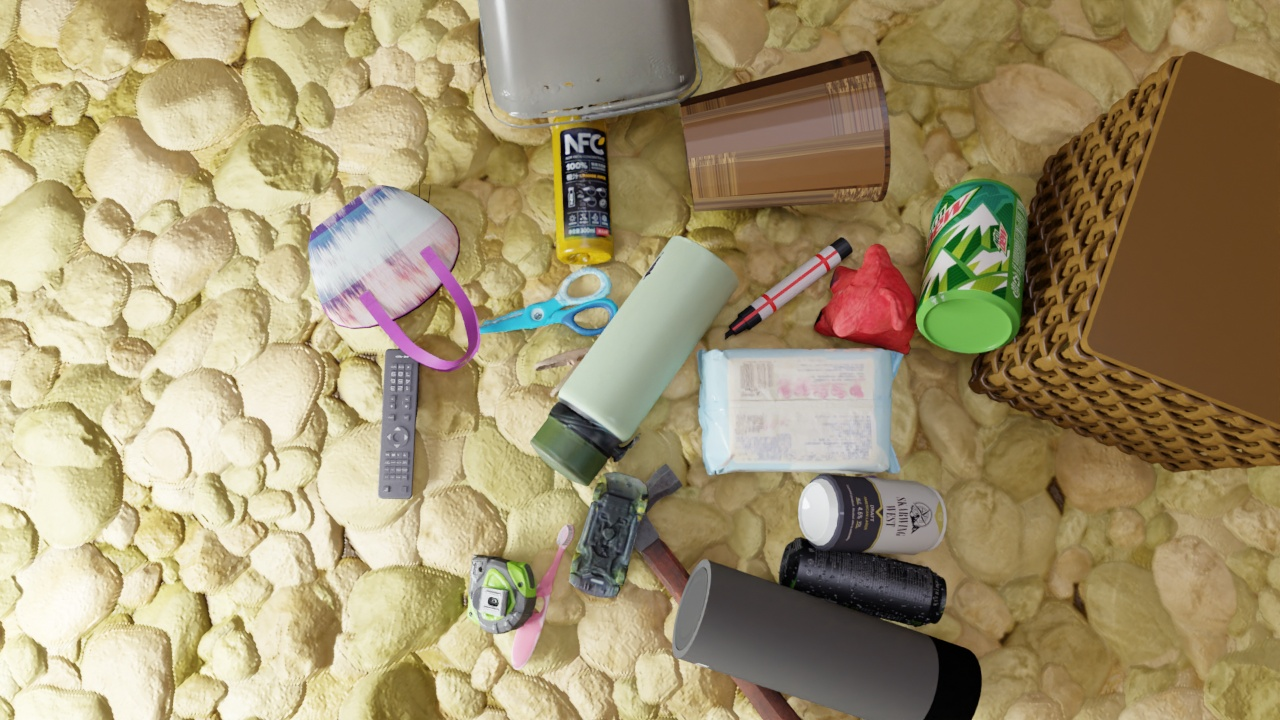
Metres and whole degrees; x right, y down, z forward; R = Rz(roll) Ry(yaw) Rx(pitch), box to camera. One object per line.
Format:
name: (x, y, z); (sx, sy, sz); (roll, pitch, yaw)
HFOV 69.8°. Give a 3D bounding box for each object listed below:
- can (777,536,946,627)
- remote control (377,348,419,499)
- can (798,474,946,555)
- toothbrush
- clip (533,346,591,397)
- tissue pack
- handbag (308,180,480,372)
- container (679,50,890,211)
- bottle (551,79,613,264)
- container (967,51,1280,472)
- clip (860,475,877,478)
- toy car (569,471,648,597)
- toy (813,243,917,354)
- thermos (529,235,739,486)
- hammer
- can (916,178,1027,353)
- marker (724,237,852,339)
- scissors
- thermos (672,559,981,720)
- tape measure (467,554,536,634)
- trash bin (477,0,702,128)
can: (0.192, 0.193, 0.799); (0.138, 0.054, 0.054); (13, 81, 1)
remote control: (-0.219, 0.057, 0.835); (0.032, 0.015, 0.136); (1, 82, 0)
can: (0.204, 0.134, 0.791); (0.127, 0.064, 0.064); (7, 81, -20)
toothbrush: (-0.087, 0.209, 0.813); (0.022, 0.016, 0.135); (18, 81, 16)
clip: (-0.070, 0.003, 0.842); (0.039, 0.024, 0.060); (44, 74, 3)
tissue pack: (0.142, 0.045, 0.814); (0.182, 0.070, 0.112); (0, 82, -3)
handbag: (-0.209, -0.065, 0.828); (0.144, 0.068, 0.170); (-38, 85, -7)
container: (0.125, -0.196, 0.825); (0.167, 0.132, 0.132); (-8, 82, 4)
bottle: (-0.055, -0.185, 0.853); (0.053, 0.053, 0.186); (-3, 82, -1)
container: (0.451, -0.064, 0.759); (0.219, 0.214, 0.251); (22, 82, 3)
clip: (0.186, 0.114, 0.833); (0.052, 0.041, 0.014); (-5, 82, -34)
toy car: (-0.026, 0.149, 0.786); (0.048, 0.033, 0.105); (16, 76, 7)
toy: (0.220, -0.047, 0.803); (0.094, 0.133, 0.088); (24, 92, -6)
thermos: (-0.005, 0.005, 0.815); (0.082, 0.082, 0.231); (35, 82, 4)
hammer: (0.070, 0.244, 0.804); (0.111, 0.028, 0.300); (-37, 84, -6)
can: (0.292, -0.084, 0.805); (0.083, 0.083, 0.143); (19, 56, 2)
marker: (0.135, -0.065, 0.854); (0.145, 0.019, 0.019); (-37, 84, -6)
scissors: (-0.089, -0.044, 0.853); (0.135, 0.015, 0.066); (-14, 84, -5)
thermos: (0.153, 0.242, 0.759); (0.240, 0.082, 0.082); (20, 82, -7)
tape measure: (-0.122, 0.204, 0.797); (0.059, 0.036, 0.065); (0, 80, 18)
trash bin: (-0.056, -0.349, 0.761); (0.197, 0.220, 0.197); (-10, 54, -3)
